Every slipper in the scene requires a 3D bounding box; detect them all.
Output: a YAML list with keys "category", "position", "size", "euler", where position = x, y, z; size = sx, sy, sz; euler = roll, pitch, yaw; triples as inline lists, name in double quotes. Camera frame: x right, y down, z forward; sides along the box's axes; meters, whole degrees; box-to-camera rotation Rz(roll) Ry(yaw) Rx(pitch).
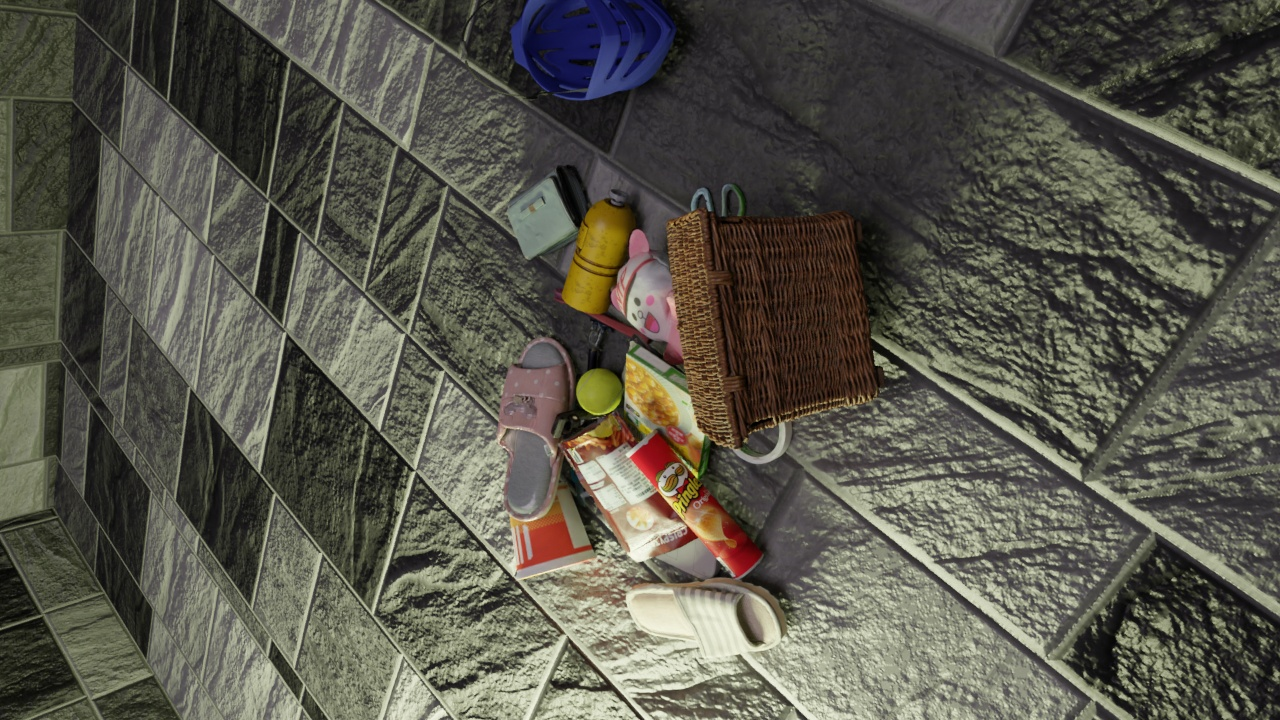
- category: "slipper"
  position: [0.078, 0.347, 1.244]
  size: [0.273, 0.053, 0.114]
  euler: [-14, 108, 46]
- category: "slipper"
  position: [-0.158, 0.097, 1.341]
  size: [0.114, 0.054, 0.274]
  euler: [-2, 77, 27]

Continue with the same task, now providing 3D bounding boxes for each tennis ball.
- category: "tennis ball"
  position: [-0.058, 0.044, 1.293]
  size: [0.065, 0.065, 0.065]
  euler: [11, 106, 39]

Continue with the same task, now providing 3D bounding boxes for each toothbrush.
- category: "toothbrush"
  position: [-0.055, -0.064, 1.292]
  size: [0.190, 0.016, 0.016]
  euler: [27, 132, 35]

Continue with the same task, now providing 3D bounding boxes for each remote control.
- category: "remote control"
  position: [-0.007, 0.007, 1.235]
  size: [0.033, 0.013, 0.137]
  euler: [50, 158, 17]
- category: "remote control"
  position: [0.050, 0.248, 1.277]
  size: [0.151, 0.019, 0.074]
  euler: [17, 110, 38]

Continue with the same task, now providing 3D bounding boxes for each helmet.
- category: "helmet"
  position: [-0.094, -0.391, 1.120]
  size: [0.242, 0.227, 0.148]
  euler: [12, 117, 40]

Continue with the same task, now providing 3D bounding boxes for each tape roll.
- category: "tape roll"
  position: [0.147, 0.083, 1.156]
  size: [0.094, 0.018, 0.094]
  euler: [11, 107, 40]

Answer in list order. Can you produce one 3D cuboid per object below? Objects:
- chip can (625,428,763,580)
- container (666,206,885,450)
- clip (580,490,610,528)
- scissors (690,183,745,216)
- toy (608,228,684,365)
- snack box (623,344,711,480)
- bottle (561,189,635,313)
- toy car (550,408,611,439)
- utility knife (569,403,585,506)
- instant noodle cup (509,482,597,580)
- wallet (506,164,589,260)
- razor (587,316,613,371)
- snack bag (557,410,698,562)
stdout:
- category: "chip can"
  position: [0.070, 0.186, 1.189]
  size: [0.214, 0.051, 0.052]
  euler: [49, 128, 3]
- category: "container"
  position: [0.146, -0.046, 1.002]
  size: [0.162, 0.183, 0.250]
  euler: [-159, 60, -78]
- category: "clip"
  position: [-0.020, 0.177, 1.316]
  size: [0.115, 0.028, 0.164]
  euler: [47, 126, 25]
- category: "scissors"
  position: [0.109, -0.134, 1.144]
  size: [0.093, 0.032, 0.175]
  euler: [-11, 97, 40]
- category: "toy"
  position: [0.042, -0.058, 1.166]
  size: [0.213, 0.084, 0.142]
  euler: [44, 151, 22]
- category: "snack box"
  position: [0.035, 0.071, 1.192]
  size: [0.132, 0.027, 0.168]
  euler: [33, 146, 23]
- category: "bottle"
  position: [-0.053, -0.151, 1.241]
  size: [0.071, 0.070, 0.164]
  euler: [37, 121, 29]
- category: "toy car"
  position: [-0.087, 0.088, 1.312]
  size: [0.037, 0.092, 0.040]
  euler: [45, 125, 37]
- category: "utility knife"
  position: [-0.100, 0.131, 1.385]
  size: [0.031, 0.015, 0.185]
  euler: [-1, 100, 46]
- category: "instant noodle cup"
  position: [-0.140, 0.255, 1.385]
  size: [0.124, 0.123, 0.121]
  euler: [-26, 75, 41]
- category: "wallet"
  position: [-0.134, -0.211, 1.316]
  size: [0.132, 0.054, 0.100]
  euler: [-26, 82, 46]
- category: "razor"
  position: [-0.068, 0.009, 1.323]
  size: [0.043, 0.022, 0.144]
  euler: [24, 115, 36]
- category: "snack bag"
  position: [-0.019, 0.179, 1.258]
  size: [0.139, 0.066, 0.208]
  euler: [-32, 91, 35]
